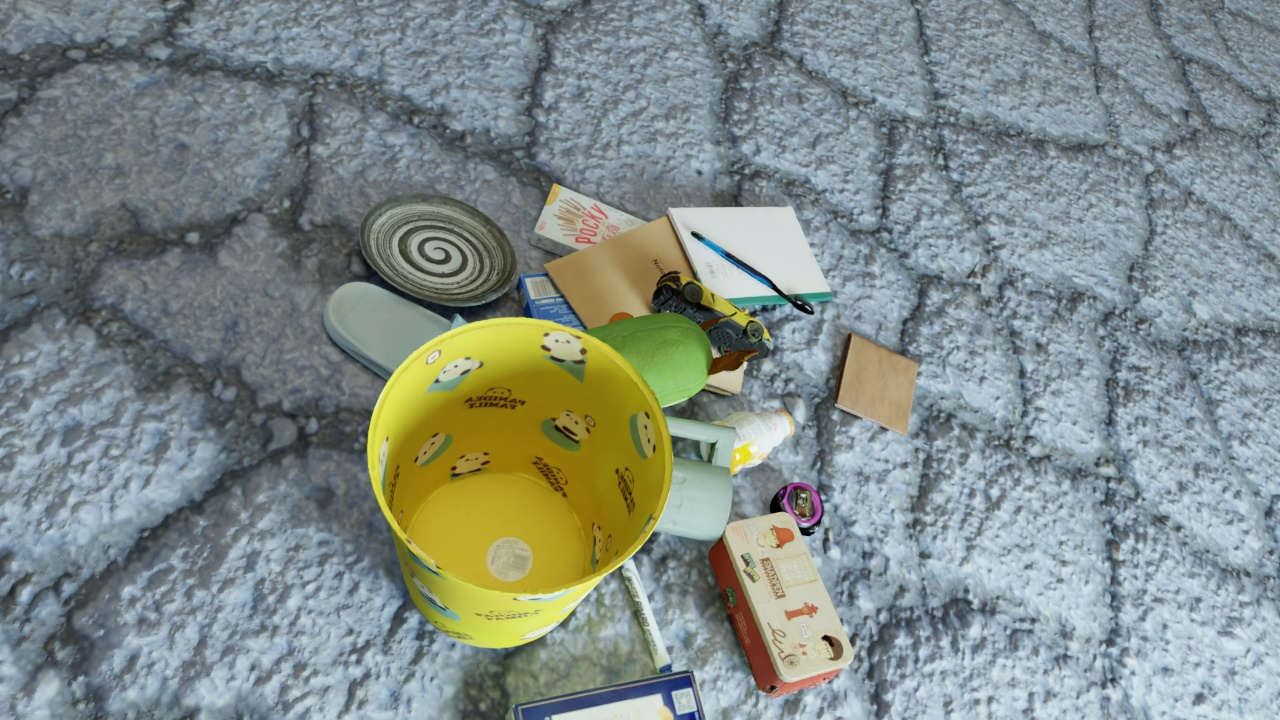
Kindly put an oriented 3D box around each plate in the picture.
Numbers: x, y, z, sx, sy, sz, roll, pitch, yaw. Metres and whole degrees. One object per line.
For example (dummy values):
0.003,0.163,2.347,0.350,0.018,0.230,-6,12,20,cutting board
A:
-0.228,-0.122,1.040,0.179,0.024,0.179,15,45,-15,plate

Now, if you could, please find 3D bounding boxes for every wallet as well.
0.090,-0.014,1.106,0.087,0.024,0.115,16,54,-5,wallet
0.298,0.029,1.159,0.101,0.020,0.115,24,58,-6,wallet

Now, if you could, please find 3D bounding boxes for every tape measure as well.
0.174,0.164,1.018,0.057,0.039,0.057,11,57,-13,tape measure

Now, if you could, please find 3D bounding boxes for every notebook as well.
0.005,-0.091,1.096,0.207,0.008,0.148,-27,76,-33,notebook
0.145,-0.136,1.182,0.208,0.012,0.150,-6,64,-34,notebook

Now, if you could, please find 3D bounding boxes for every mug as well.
0.038,0.121,0.955,0.103,0.084,0.124,11,92,-11,mug

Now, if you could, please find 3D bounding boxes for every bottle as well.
0.122,0.087,1.031,0.108,0.063,0.063,-19,68,-28,bottle

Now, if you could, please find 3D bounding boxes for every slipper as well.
-0.218,-0.011,0.958,0.245,0.074,0.103,32,54,2,slipper

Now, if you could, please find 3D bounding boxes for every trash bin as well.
-0.114,0.127,0.794,0.229,0.256,0.229,7,58,-11,trash bin

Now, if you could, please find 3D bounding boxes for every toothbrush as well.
0.142,-0.110,1.147,0.189,0.014,0.016,32,49,-10,toothbrush

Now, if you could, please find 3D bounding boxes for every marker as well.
0.001,0.244,0.921,0.016,0.017,0.145,-11,65,-25,marker

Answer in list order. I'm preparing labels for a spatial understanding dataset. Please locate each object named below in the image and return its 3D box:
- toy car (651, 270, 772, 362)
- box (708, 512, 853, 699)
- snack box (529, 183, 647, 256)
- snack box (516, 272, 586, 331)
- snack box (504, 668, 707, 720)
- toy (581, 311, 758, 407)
0.084,-0.047,1.058,0.156,0.071,0.041,30,59,-14,toy car
0.139,0.251,0.941,0.091,0.077,0.168,-7,57,-23,box
-0.050,-0.153,1.135,0.157,0.027,0.084,22,56,-8,snack box
-0.081,-0.032,1.050,0.084,0.026,0.157,-8,64,-24,snack box
-0.017,0.383,0.813,0.182,0.046,0.177,-3,62,-22,snack box
-0.006,0.006,0.952,0.247,0.090,0.226,-13,30,3,toy
